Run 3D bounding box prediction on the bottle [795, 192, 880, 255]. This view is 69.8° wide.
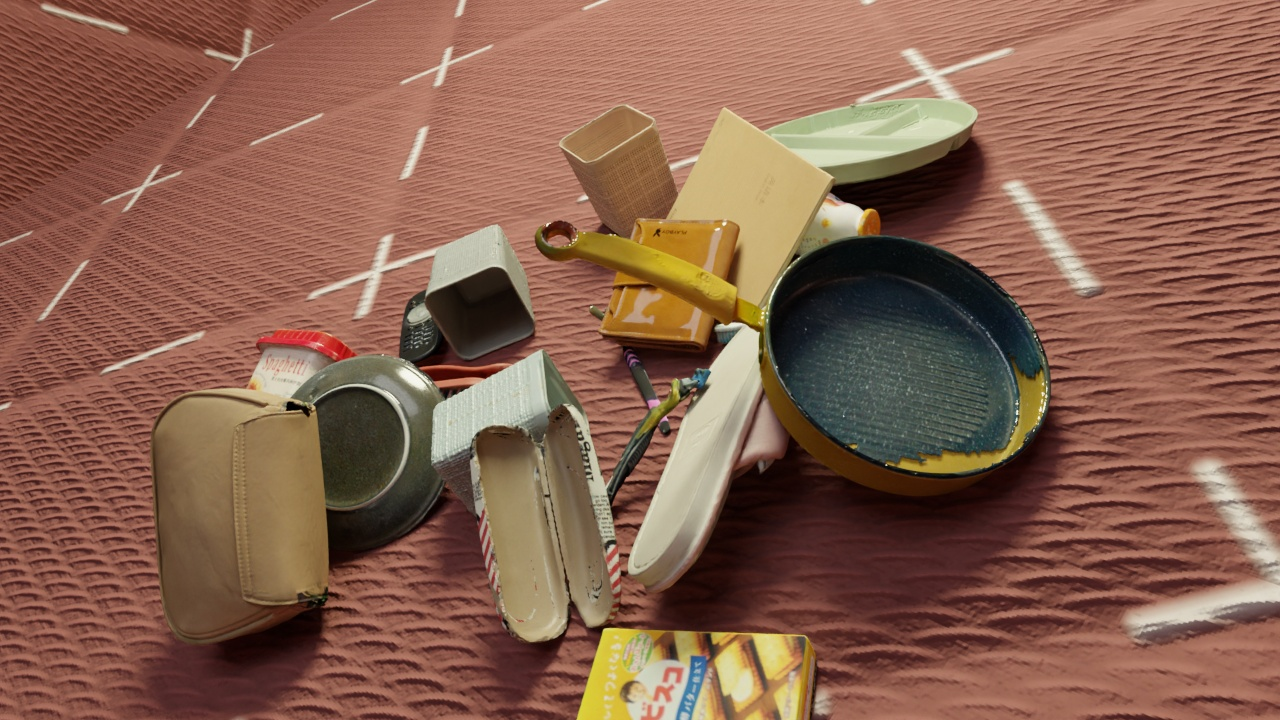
[{"bbox_3d":[0.165,-0.126,0.848,0.108,0.063,0.063,14,53,40],"label":"bottle"}]

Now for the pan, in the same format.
[{"bbox_3d":[0.103,-0.026,0.618,0.357,0.078,0.197,12,55,-1],"label":"pan"}]

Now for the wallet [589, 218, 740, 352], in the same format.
[{"bbox_3d":[0.022,-0.072,0.851,0.119,0.035,0.130,7,66,23],"label":"wallet"}]

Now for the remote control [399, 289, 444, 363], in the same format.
[{"bbox_3d":[-0.238,-0.035,1.010,0.053,0.024,0.136,-23,36,8],"label":"remote control"}]

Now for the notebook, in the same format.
[{"bbox_3d":[0.093,-0.144,0.878,0.150,0.012,0.211,-63,34,19],"label":"notebook"}]

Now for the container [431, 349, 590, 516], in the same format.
[{"bbox_3d":[-0.109,0.064,0.766,0.111,0.090,0.089,-24,37,8],"label":"container"}]

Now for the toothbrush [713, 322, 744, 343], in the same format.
[{"bbox_3d":[0.169,-0.042,0.776,0.225,0.027,0.026,-8,17,22],"label":"toothbrush"}]

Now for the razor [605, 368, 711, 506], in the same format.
[{"bbox_3d":[0.004,0.061,0.722,0.142,0.022,0.043,-54,3,-2],"label":"razor"}]

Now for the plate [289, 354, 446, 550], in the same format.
[{"bbox_3d":[-0.253,0.077,0.811,0.179,0.024,0.179,-3,73,11],"label":"plate"}]

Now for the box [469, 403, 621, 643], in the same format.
[{"bbox_3d":[-0.065,0.111,0.652,0.086,0.075,0.162,-32,60,35],"label":"box"}]

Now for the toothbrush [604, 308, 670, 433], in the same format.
[{"bbox_3d":[-0.005,0.005,0.833,0.014,0.018,0.189,-33,38,5],"label":"toothbrush"}]

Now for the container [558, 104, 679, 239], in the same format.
[{"bbox_3d":[-0.017,-0.203,1.006,0.090,0.111,0.090,-34,38,-10],"label":"container"}]

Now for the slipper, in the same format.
[{"bbox_3d":[0.066,0.057,0.669,0.114,0.054,0.273,-45,12,46],"label":"slipper"}]

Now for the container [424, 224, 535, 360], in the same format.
[{"bbox_3d":[-0.168,-0.077,0.968,0.090,0.090,0.114,-22,34,6],"label":"container"}]

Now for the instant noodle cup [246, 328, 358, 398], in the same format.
[{"bbox_3d":[-0.336,0.047,0.910,0.116,0.116,0.124,5,59,34],"label":"instant noodle cup"}]

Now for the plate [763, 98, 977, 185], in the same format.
[{"bbox_3d":[0.215,-0.218,0.914,0.230,0.027,0.229,-12,25,5],"label":"plate"}]

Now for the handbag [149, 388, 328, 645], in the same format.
[{"bbox_3d":[-0.324,0.124,0.759,0.148,0.099,0.204,-8,84,21],"label":"handbag"}]

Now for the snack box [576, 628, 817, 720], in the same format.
[{"bbox_3d":[0.032,0.210,0.556,0.141,0.034,0.086,-7,41,26],"label":"snack box"}]

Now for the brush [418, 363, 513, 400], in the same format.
[{"bbox_3d":[-0.183,0.036,0.861,0.146,0.063,0.069,-8,54,21],"label":"brush"}]
